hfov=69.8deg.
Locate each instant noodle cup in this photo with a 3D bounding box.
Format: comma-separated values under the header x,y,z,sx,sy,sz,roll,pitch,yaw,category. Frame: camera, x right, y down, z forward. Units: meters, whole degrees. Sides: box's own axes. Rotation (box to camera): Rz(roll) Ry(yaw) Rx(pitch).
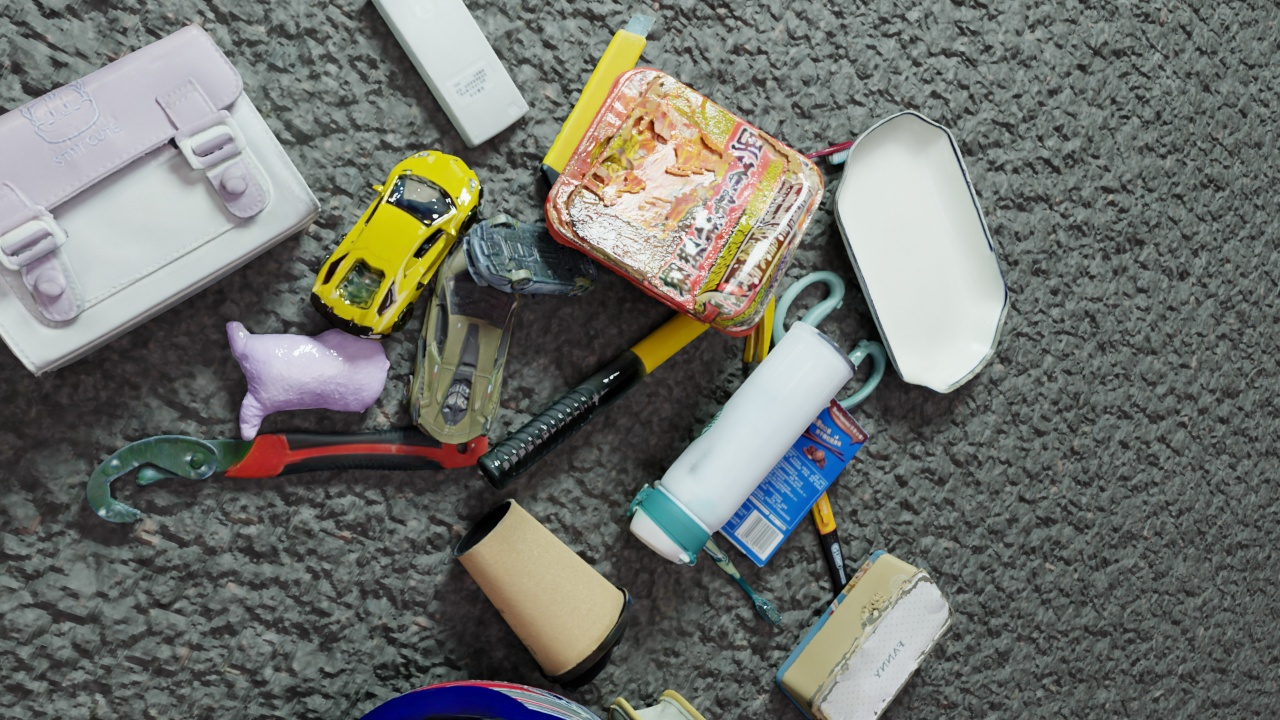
x,y,z,sx,sy,sz,roll,pitch,yaw,category
0.030,-0.119,0.718,0.189,0.079,0.164,31,74,-4,instant noodle cup

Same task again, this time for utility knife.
x,y,z,sx,sy,sz,roll,pitch,yaw,category
-0.033,-0.208,0.737,0.033,0.015,0.173,33,80,-29,utility knife

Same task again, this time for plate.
x,y,z,sx,sy,sz,roll,pitch,yaw,category
0.260,-0.098,0.865,0.161,0.034,0.266,-35,109,-21,plate

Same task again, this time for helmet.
x,y,z,sx,sy,sz,roll,pitch,yaw,category
-0.132,0.342,0.619,0.315,0.239,0.248,2,122,5,helmet

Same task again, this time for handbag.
x,y,z,sx,sy,sz,roll,pitch,yaw,category
0.017,0.373,0.730,0.063,0.163,0.179,5,93,-23,handbag
-0.325,-0.103,0.574,0.196,0.098,0.145,-36,102,-18,handbag

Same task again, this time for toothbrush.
x,y,z,sx,sy,sz,roll,pitch,yaw,category
0.114,-0.164,0.809,0.187,0.016,0.017,-21,113,-22,toothbrush
0.071,0.174,0.816,0.016,0.018,0.191,-45,110,-15,toothbrush

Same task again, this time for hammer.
x,y,z,sx,sy,sz,roll,pitch,yaw,category
-0.004,0.004,0.755,0.300,0.033,0.129,-37,107,-20,hammer

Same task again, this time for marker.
x,y,z,sx,sy,sz,roll,pitch,yaw,category
0.180,0.171,0.867,0.018,0.015,0.124,-22,105,-15,marker

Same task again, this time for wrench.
x,y,z,sx,sy,sz,roll,pitch,yaw,category
-0.244,0.072,0.665,0.273,0.016,0.056,-5,96,-24,wrench

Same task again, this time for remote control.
x,y,z,sx,sy,sz,roll,pitch,yaw,category
-0.142,-0.230,0.684,0.056,0.019,0.135,-39,109,-16,remote control

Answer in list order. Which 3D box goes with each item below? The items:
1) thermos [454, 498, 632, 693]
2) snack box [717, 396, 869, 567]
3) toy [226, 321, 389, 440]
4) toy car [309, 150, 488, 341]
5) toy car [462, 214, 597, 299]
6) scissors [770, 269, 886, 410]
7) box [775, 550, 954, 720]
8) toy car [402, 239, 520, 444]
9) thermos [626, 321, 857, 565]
x,y,z,sx,sy,sz,roll,pitch,yaw,category
-0.075,0.180,0.716,0.093,0.093,0.143,-45,103,-15,thermos
0.127,0.099,0.821,0.084,0.026,0.157,44,83,-24,snack box
-0.233,0.011,0.652,0.107,0.039,0.084,-5,96,-27,toy
-0.173,-0.086,0.658,0.071,0.041,0.155,32,78,3,toy car
-0.081,-0.076,0.696,0.120,0.037,0.054,-2,67,-52,toy car
0.144,-0.009,0.835,0.177,0.019,0.169,-21,104,-19,scissors
0.208,0.273,0.860,0.184,0.062,0.090,-44,118,-13,box
-0.133,-0.016,0.694,0.070,0.042,0.158,12,85,-26,toy car
0.080,0.070,0.764,0.073,0.073,0.224,44,84,-21,thermos
